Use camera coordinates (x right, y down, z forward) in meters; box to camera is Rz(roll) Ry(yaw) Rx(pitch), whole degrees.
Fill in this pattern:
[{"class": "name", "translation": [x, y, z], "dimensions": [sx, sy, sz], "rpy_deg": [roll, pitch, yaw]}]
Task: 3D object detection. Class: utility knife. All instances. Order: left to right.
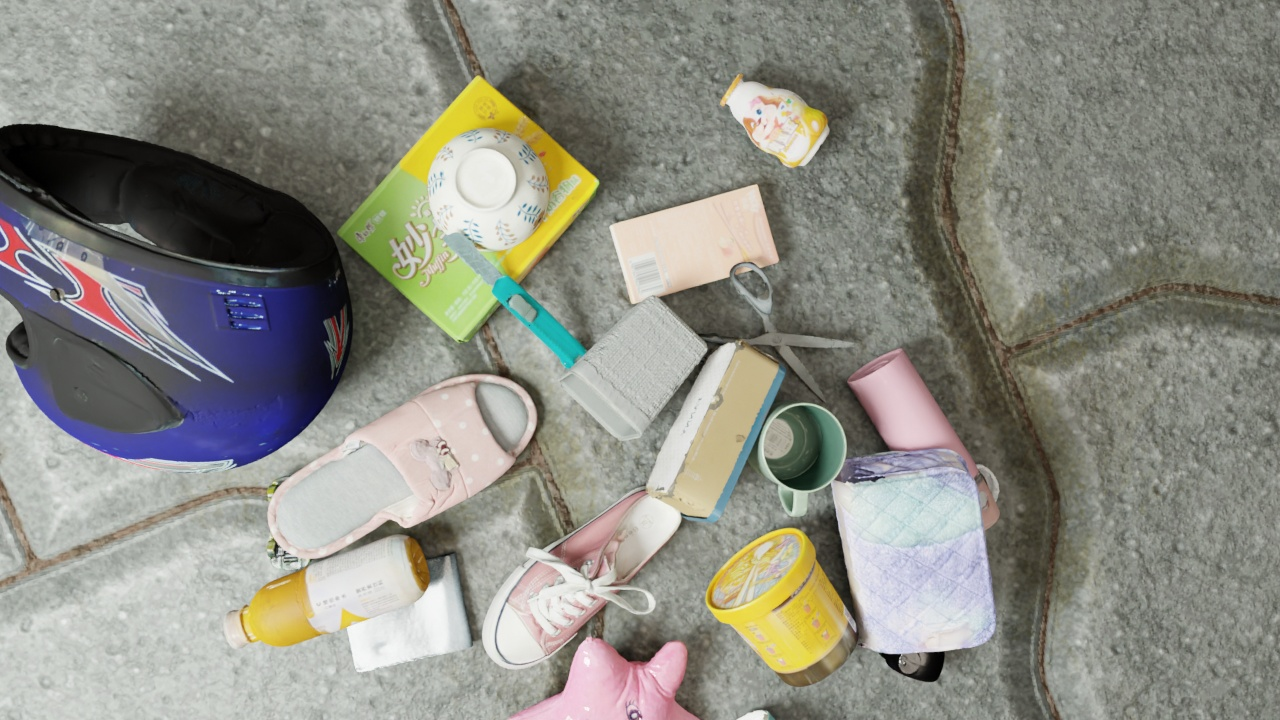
[{"class": "utility knife", "translation": [-0.111, -0.049, 0.876], "dimensions": [0.029, 0.013, 0.216], "rpy_deg": [-51, 126, -9]}]

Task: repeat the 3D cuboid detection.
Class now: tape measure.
[{"class": "tape measure", "translation": [0.281, 0.301, 0.939], "dimensions": [0.058, 0.057, 0.039], "rpy_deg": [16, 90, -13]}]

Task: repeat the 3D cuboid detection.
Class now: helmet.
[{"class": "helmet", "translation": [-0.415, -0.035, 0.793], "dimensions": [0.315, 0.246, 0.241], "rpy_deg": [24, 113, -2]}]

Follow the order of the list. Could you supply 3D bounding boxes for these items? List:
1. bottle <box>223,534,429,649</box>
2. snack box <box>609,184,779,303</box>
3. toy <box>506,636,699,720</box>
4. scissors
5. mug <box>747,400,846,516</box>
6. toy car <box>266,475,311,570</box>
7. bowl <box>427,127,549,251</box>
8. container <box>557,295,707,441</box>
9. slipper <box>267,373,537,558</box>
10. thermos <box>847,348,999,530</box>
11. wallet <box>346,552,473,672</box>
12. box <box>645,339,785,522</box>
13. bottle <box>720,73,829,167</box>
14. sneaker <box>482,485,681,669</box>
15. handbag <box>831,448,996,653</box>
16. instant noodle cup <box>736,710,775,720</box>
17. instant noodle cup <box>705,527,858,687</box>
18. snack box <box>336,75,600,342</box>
[{"class": "bottle", "translation": [-0.299, 0.225, 0.873], "dimensions": [0.189, 0.068, 0.068], "rpy_deg": [-20, 91, -1]}, {"class": "snack box", "translation": [0.055, -0.118, 0.938], "dimensions": [0.157, 0.026, 0.084], "rpy_deg": [-16, 91, -5]}, {"class": "toy", "translation": [-0.038, 0.340, 0.897], "dimensions": [0.194, 0.074, 0.179], "rpy_deg": [-19, 113, -7]}, {"class": "scissors", "translation": [0.133, -0.021, 0.939], "dimensions": [0.159, 0.014, 0.181], "rpy_deg": [-26, 105, 8]}, {"class": "mug", "translation": [0.148, 0.095, 0.904], "dimensions": [0.082, 0.106, 0.111], "rpy_deg": [-2, 89, -6]}, {"class": "toy car", "translation": [-0.340, 0.158, 0.897], "dimensions": [0.043, 0.036, 0.091], "rpy_deg": [0, 87, -5]}, {"class": "bowl", "translation": [-0.140, -0.159, 0.834], "dimensions": [0.113, 0.062, 0.113], "rpy_deg": [0, 90, -4]}, {"class": "container", "translation": [-0.005, 0.005, 0.895], "dimensions": [0.090, 0.090, 0.114], "rpy_deg": [44, 74, -7]}, {"class": "slipper", "translation": [-0.226, 0.100, 0.885], "dimensions": [0.274, 0.054, 0.114], "rpy_deg": [-27, 92, -14]}, {"class": "thermos", "translation": [0.298, 0.082, 0.941], "dimensions": [0.087, 0.067, 0.198], "rpy_deg": [-36, 92, -29]}, {"class": "wallet", "translation": [-0.235, 0.251, 0.916], "dimensions": [0.121, 0.019, 0.097], "rpy_deg": [-12, 88, -4]}, {"class": "box", "translation": [0.068, 0.073, 0.883], "dimensions": [0.060, 0.090, 0.184], "rpy_deg": [28, 78, -13]}, {"class": "bottle", "translation": [0.134, -0.245, 0.927], "dimensions": [0.108, 0.063, 0.063], "rpy_deg": [33, 87, -4]}, {"class": "sneaker", "translation": [-0.056, 0.213, 0.895], "dimensions": [0.241, 0.088, 0.118], "rpy_deg": [-39, 93, -5]}, {"class": "handbag", "translation": [0.267, 0.186, 0.898], "dimensions": [0.134, 0.075, 0.194], "rpy_deg": [-9, 103, 12]}, {"class": "instant noodle cup", "translation": [0.129, 0.419, 0.908], "dimensions": [0.111, 0.111, 0.120], "rpy_deg": [-37, 84, -4]}, {"class": "instant noodle cup", "translation": [0.145, 0.246, 0.902], "dimensions": [0.118, 0.118, 0.114], "rpy_deg": [-39, 100, -4]}, {"class": "snack box", "translation": [-0.164, -0.144, 0.898], "dimensions": [0.157, 0.070, 0.210], "rpy_deg": [41, 86, -4]}]
